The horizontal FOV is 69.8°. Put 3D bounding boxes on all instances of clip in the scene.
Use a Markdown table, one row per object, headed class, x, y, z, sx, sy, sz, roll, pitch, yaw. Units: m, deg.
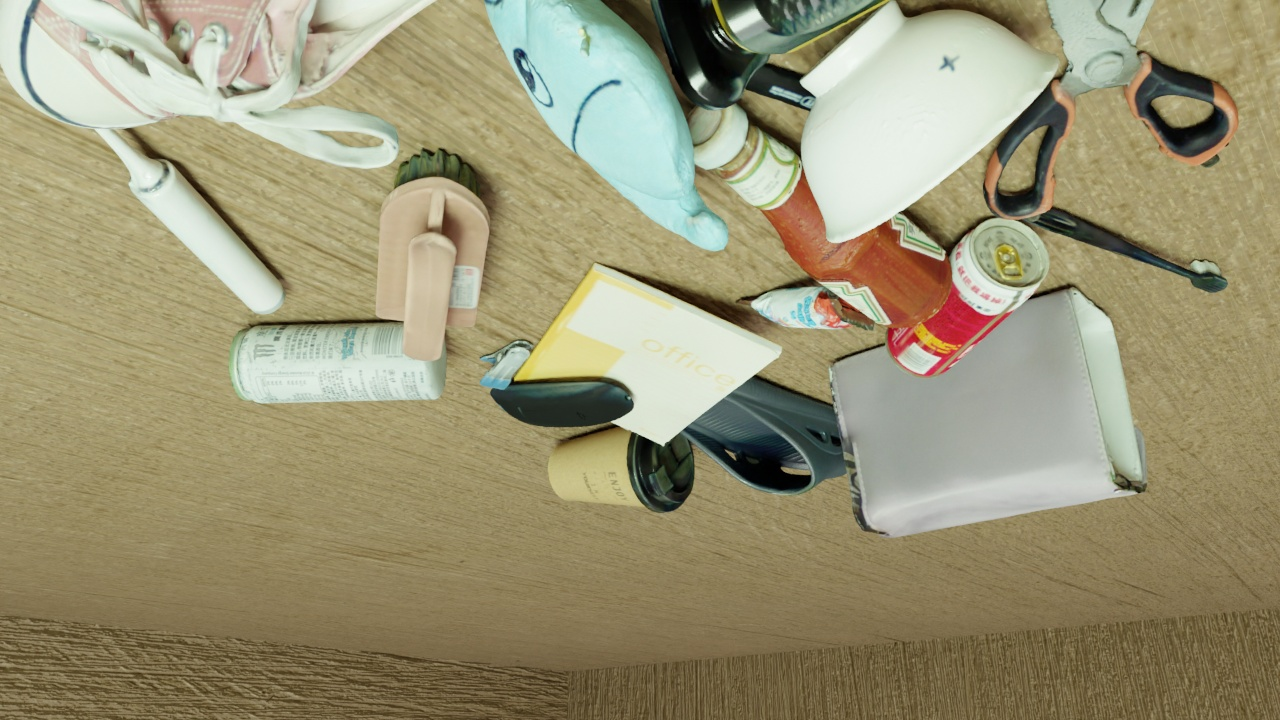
| class | x | y | z | sx | sy | sz | roll | pitch | yaw |
| --- | --- | --- | --- | --- | --- | --- | --- | --- | --- |
| clip | -0.106 | 0.000 | 0.726 | 0.027 | 0.044 | 0.058 | 17 | 146 | -32 |

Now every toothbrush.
| class | x | y | z | sx | sy | sz | roll | pitch | yaw |
| --- | --- | --- | --- | --- | --- | --- | --- | --- | --- |
| toothbrush | 0.302 | -0.072 | 0.572 | 0.181 | 0.018 | 0.016 | 13 | 151 | -22 |
| toothbrush | -0.260 | -0.086 | 0.517 | 0.026 | 0.026 | 0.221 | -38 | 158 | -11 |

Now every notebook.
| class | x | y | z | sx | sy | sz | roll | pitch | yaw |
| --- | --- | --- | --- | --- | --- | --- | --- | --- | --- |
| notebook | -0.004 | 0.004 | 0.702 | 0.146 | 0.010 | 0.207 | 24 | 150 | -13 |

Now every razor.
| class | x | y | z | sx | sy | sz | roll | pitch | yaw |
| --- | --- | --- | --- | --- | --- | --- | --- | --- | --- |
| razor | 0.085 | -0.154 | 0.349 | 0.168 | 0.062 | 0.067 | -19 | -179 | 26 |

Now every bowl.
| class | x | y | z | sx | sy | sz | roll | pitch | yaw |
| --- | --- | --- | --- | --- | --- | --- | --- | --- | --- |
| bowl | 0.108 | -0.113 | 0.397 | 0.065 | 0.118 | 0.119 | 47 | 142 | -7 |

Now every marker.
| class | x | y | z | sx | sy | sz | roll | pitch | yaw |
| --- | --- | --- | --- | --- | --- | --- | --- | --- | --- |
| marker | 0.103 | -0.124 | 0.452 | 0.123 | 0.015 | 0.018 | 11 | 149 | -21 |

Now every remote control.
| class | x | y | z | sx | sy | sz | roll | pitch | yaw |
| --- | --- | --- | --- | --- | --- | --- | --- | --- | --- |
| remote control | -0.069 | 0.038 | 0.757 | 0.137 | 0.024 | 0.053 | -4 | 144 | 33 |

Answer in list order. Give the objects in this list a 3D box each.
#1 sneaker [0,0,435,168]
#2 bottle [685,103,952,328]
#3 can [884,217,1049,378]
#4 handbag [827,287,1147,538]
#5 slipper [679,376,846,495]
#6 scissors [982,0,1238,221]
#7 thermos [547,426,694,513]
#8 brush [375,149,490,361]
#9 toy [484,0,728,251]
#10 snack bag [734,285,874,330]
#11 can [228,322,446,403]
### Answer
| class | x | y | z | sx | sy | sz | roll | pitch | yaw |
| --- | --- | --- | --- | --- | --- | --- | --- | --- | --- |
| sneaker | -0.159 | -0.128 | 0.349 | 0.241 | 0.087 | 0.118 | -12 | 154 | 22 |
| bottle | 0.100 | -0.078 | 0.503 | 0.060 | 0.059 | 0.206 | -21 | 146 | 39 |
| can | 0.209 | -0.037 | 0.600 | 0.053 | 0.053 | 0.133 | 3 | 156 | -7 |
| handbag | 0.252 | 0.048 | 0.683 | 0.198 | 0.144 | 0.098 | -21 | 146 | 40 |
| slipper | 0.111 | 0.080 | 0.833 | 0.111 | 0.083 | 0.268 | -19 | 149 | 39 |
| scissors | 0.221 | -0.129 | 0.436 | 0.224 | 0.015 | 0.190 | 12 | 151 | -27 |
| thermos | -0.018 | 0.101 | 0.877 | 0.144 | 0.093 | 0.093 | -10 | 155 | 38 |
| brush | -0.120 | -0.057 | 0.531 | 0.063 | 0.073 | 0.146 | 7 | 154 | -14 |
| toy | -0.012 | -0.107 | 0.398 | 0.161 | 0.050 | 0.156 | 46 | 177 | -11 |
| snack bag | 0.110 | -0.035 | 0.616 | 0.045 | 0.026 | 0.105 | 11 | 178 | -29 |
| can | -0.220 | 0.001 | 0.677 | 0.147 | 0.058 | 0.058 | -1 | 156 | 3 |
